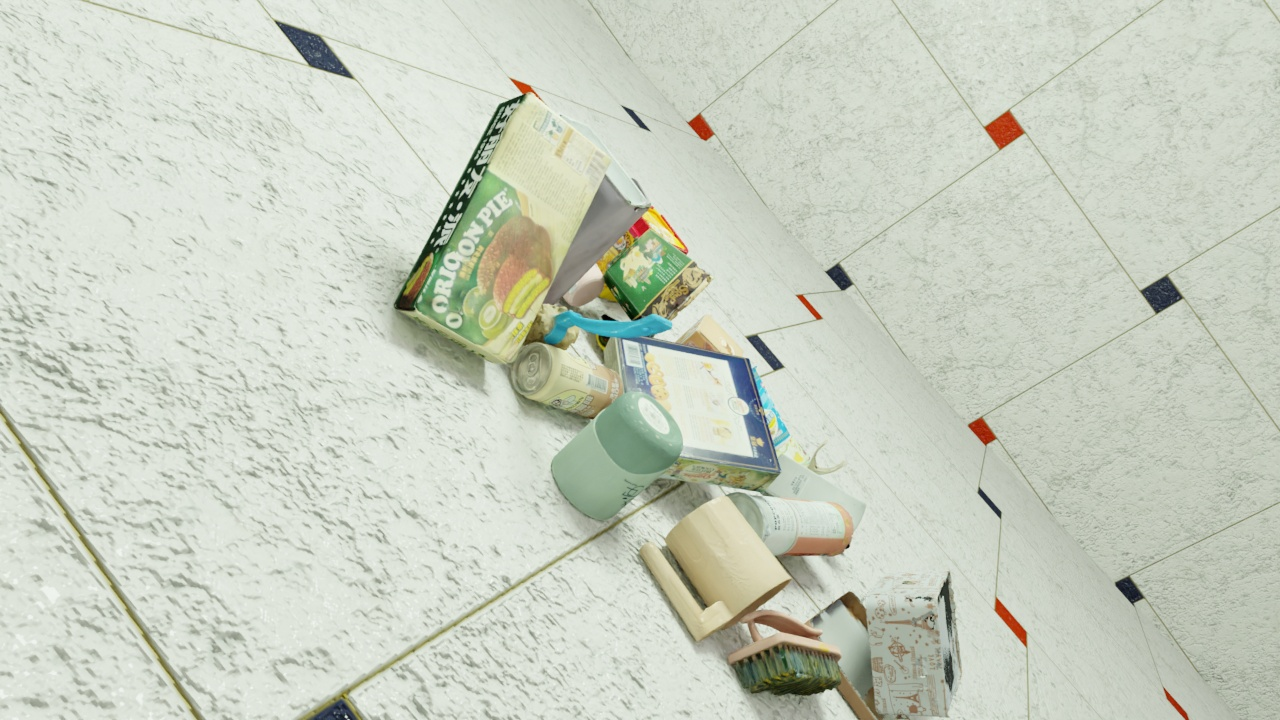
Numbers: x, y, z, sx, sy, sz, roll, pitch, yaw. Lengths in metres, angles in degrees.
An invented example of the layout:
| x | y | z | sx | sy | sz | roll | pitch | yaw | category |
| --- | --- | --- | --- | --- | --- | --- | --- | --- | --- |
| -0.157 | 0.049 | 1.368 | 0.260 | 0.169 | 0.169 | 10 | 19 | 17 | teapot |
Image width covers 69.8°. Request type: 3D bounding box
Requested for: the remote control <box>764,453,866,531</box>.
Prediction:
| x | y | z | sx | sy | sz | roll | pitch | yaw | category |
| --- | --- | --- | --- | --- | --- | --- | --- | --- | --- |
| 0.230 | 0.181 | 1.219 | 0.135 | 0.056 | 0.019 | 31 | -12 | 6 | remote control |

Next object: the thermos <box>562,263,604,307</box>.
| x | y | z | sx | sy | sz | roll | pitch | yaw | category |
| --- | --- | --- | --- | --- | --- | --- | --- | --- | --- |
| -0.123 | -0.159 | 1.189 | 0.087 | 0.067 | 0.198 | 5 | 46 | -55 | thermos |

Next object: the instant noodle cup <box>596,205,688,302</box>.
| x | y | z | sx | sy | sz | roll | pitch | yaw | category |
| --- | --- | --- | --- | --- | --- | --- | --- | --- | --- |
| -0.017 | -0.151 | 1.298 | 0.116 | 0.124 | 0.116 | 12 | 39 | -58 | instant noodle cup |

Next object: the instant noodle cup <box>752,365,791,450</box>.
| x | y | z | sx | sy | sz | roll | pitch | yaw | category |
| --- | --- | --- | --- | --- | --- | --- | --- | --- | --- |
| 0.147 | 0.079 | 1.252 | 0.110 | 0.099 | 0.099 | 58 | 21 | 5 | instant noodle cup |

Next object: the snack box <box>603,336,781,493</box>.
| x | y | z | sx | sy | sz | roll | pitch | yaw | category |
| --- | --- | --- | --- | --- | --- | --- | --- | --- | --- |
| 0.055 | 0.057 | 1.042 | 0.182 | 0.046 | 0.177 | 12 | 42 | -21 | snack box |

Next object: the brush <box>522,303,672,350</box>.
| x | y | z | sx | sy | sz | roll | pitch | yaw | category |
| --- | --- | --- | --- | --- | --- | --- | --- | --- | --- |
| -0.057 | -0.032 | 0.898 | 0.083 | 0.045 | 0.255 | 24 | -13 | -35 | brush |

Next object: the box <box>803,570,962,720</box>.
| x | y | z | sx | sy | sz | roll | pitch | yaw | category |
| --- | --- | --- | --- | --- | --- | --- | --- | --- | --- |
| 0.275 | 0.326 | 1.050 | 0.181 | 0.158 | 0.148 | 6 | 80 | -66 | box |

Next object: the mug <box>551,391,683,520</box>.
| x | y | z | sx | sy | sz | roll | pitch | yaw | category |
| --- | --- | --- | --- | --- | --- | --- | --- | --- | --- |
| -0.012 | 0.090 | 0.882 | 0.111 | 0.106 | 0.082 | 14 | 37 | -57 | mug |

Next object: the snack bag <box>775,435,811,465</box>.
| x | y | z | sx | sy | sz | roll | pitch | yaw | category |
| --- | --- | --- | --- | --- | --- | --- | --- | --- | --- |
| 0.188 | 0.106 | 1.355 | 0.191 | 0.039 | 0.110 | 49 | 31 | 10 | snack bag |

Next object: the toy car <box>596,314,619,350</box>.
| x | y | z | sx | sy | sz | roll | pitch | yaw | category |
| --- | --- | --- | --- | --- | --- | --- | --- | --- | --- |
| -0.007 | 0.007 | 1.142 | 0.156 | 0.041 | 0.071 | 54 | 21 | 21 | toy car |

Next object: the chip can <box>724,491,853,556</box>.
| x | y | z | sx | sy | sz | roll | pitch | yaw | category |
| --- | --- | --- | --- | --- | --- | --- | --- | --- | --- |
| 0.172 | 0.195 | 1.077 | 0.214 | 0.071 | 0.071 | 14 | 38 | -49 | chip can |

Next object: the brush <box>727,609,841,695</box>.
| x | y | z | sx | sy | sz | roll | pitch | yaw | category |
| --- | --- | --- | --- | --- | --- | --- | --- | --- | --- |
| 0.149 | 0.286 | 0.896 | 0.145 | 0.063 | 0.073 | 26 | 39 | -45 | brush |

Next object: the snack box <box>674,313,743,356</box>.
| x | y | z | sx | sy | sz | roll | pitch | yaw | category |
| --- | --- | --- | --- | --- | --- | --- | --- | --- | --- |
| 0.077 | 0.003 | 1.237 | 0.077 | 0.094 | 0.092 | 46 | 20 | -3 | snack box |

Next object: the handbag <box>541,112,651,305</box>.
| x | y | z | sx | sy | sz | roll | pitch | yaw | category |
| --- | --- | --- | --- | --- | --- | --- | --- | --- | --- |
| -0.100 | -0.157 | 1.037 | 0.145 | 0.197 | 0.098 | 54 | 21 | 18 | handbag |

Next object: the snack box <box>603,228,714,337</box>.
| x | y | z | sx | sy | sz | roll | pitch | yaw | category |
| --- | --- | --- | --- | --- | --- | --- | --- | --- | --- |
| 0.015 | -0.101 | 1.179 | 0.105 | 0.118 | 0.117 | 47 | -7 | -2 | snack box |

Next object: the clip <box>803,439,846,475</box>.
| x | y | z | sx | sy | sz | roll | pitch | yaw | category |
| --- | --- | --- | --- | --- | --- | --- | --- | --- | --- |
| 0.235 | 0.162 | 1.252 | 0.076 | 0.104 | 0.034 | 59 | 19 | 2 | clip |

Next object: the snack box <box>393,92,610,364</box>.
| x | y | z | sx | sy | sz | roll | pitch | yaw | category |
| --- | --- | --- | --- | --- | --- | --- | --- | --- | --- |
| -0.130 | -0.126 | 0.891 | 0.114 | 0.239 | 0.063 | 32 | -14 | -33 | snack box |

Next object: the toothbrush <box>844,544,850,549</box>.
| x | y | z | sx | sy | sz | roll | pitch | yaw | category |
| --- | --- | --- | --- | --- | --- | --- | --- | --- | --- |
| 0.222 | 0.224 | 1.212 | 0.212 | 0.026 | 0.027 | 26 | 27 | -45 | toothbrush |

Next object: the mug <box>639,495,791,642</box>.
| x | y | z | sx | sy | sz | roll | pitch | yaw | category |
| --- | --- | --- | --- | --- | --- | --- | --- | --- | --- |
| 0.070 | 0.203 | 0.893 | 0.124 | 0.084 | 0.103 | -18 | 62 | -39 | mug |

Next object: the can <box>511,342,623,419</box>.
| x | y | z | sx | sy | sz | roll | pitch | yaw | category |
| --- | --- | --- | --- | --- | --- | --- | --- | --- | --- |
| -0.074 | 0.023 | 0.953 | 0.116 | 0.059 | 0.058 | 23 | 31 | -47 | can |
